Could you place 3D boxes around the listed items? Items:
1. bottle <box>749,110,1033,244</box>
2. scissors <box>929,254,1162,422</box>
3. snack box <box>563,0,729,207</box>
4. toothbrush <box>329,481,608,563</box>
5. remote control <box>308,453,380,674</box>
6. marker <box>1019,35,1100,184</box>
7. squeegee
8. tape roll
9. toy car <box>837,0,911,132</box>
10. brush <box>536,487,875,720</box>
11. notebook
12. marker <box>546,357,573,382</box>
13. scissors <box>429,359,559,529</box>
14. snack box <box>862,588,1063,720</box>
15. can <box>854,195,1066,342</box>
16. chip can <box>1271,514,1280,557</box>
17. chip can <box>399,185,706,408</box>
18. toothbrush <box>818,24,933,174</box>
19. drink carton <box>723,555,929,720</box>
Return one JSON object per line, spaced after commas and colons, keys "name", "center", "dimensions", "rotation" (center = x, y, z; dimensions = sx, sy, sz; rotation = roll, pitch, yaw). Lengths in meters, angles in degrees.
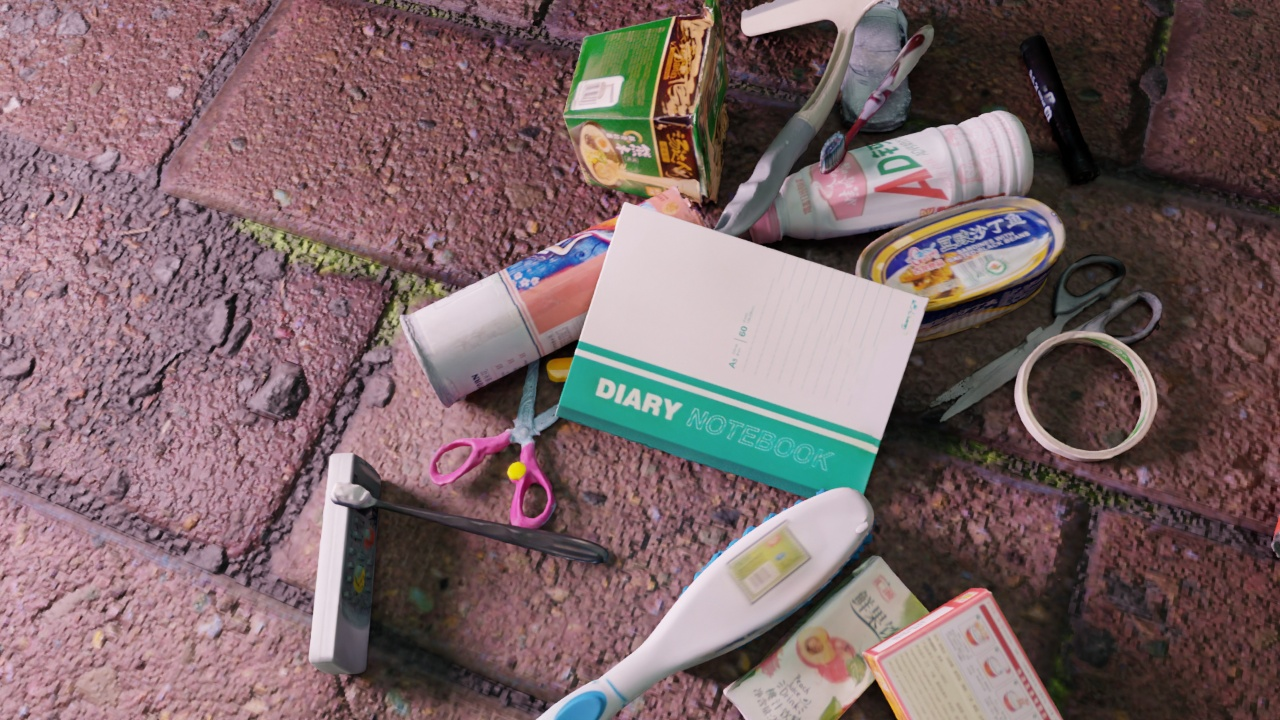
{"name": "bottle", "center": [0.174, -0.126, 0.664], "dimensions": [0.197, 0.068, 0.068], "rotation": [-12, 65, 4]}
{"name": "scissors", "center": [0.271, -0.018, 0.635], "dimensions": [0.174, 0.014, 0.140], "rotation": [0, 67, 9]}
{"name": "snack box", "center": [0.005, -0.185, 0.681], "dimensions": [0.106, 0.118, 0.118], "rotation": [4, 63, 12]}
{"name": "toothbrush", "center": [-0.106, 0.104, 0.584], "dimensions": [0.181, 0.018, 0.015], "rotation": [16, 59, -11]}
{"name": "remote control", "center": [-0.187, 0.130, 0.589], "dimensions": [0.019, 0.056, 0.135], "rotation": [-4, 65, 3]}
{"name": "marker", "center": [0.321, -0.194, 0.703], "dimensions": [0.022, 0.020, 0.132], "rotation": [-2, 65, -14]}
{"name": "squeegee", "center": [0.116, -0.176, 0.654], "dimensions": [0.247, 0.039, 0.246], "rotation": [5, 62, 54]}
{"name": "tape roll", "center": [0.292, 0.023, 0.604], "dimensions": [0.086, 0.014, 0.085], "rotation": [-1, 76, 5]}
{"name": "toy car", "center": [0.185, -0.237, 0.729], "dimensions": [0.054, 0.037, 0.120], "rotation": [2, 69, 5]}
{"name": "brush", "center": [0.010, 0.169, 0.524], "dimensions": [0.314, 0.109, 0.060], "rotation": [-36, 75, -5]}
{"name": "notebook", "center": [0.065, -0.002, 0.601], "dimensions": [0.209, 0.012, 0.150], "rotation": [18, 90, 3]}
{"name": "marker", "center": [-0.004, 0.004, 0.648], "dimensions": [0.124, 0.015, 0.018], "rotation": [-4, 57, -2]}
{"name": "scissors", "center": [-0.090, 0.053, 0.637], "dimensions": [0.124, 0.017, 0.133], "rotation": [0, 61, 5]}
{"name": "snack box", "center": [0.195, 0.213, 0.503], "dimensions": [0.077, 0.027, 0.155], "rotation": [-27, 83, -9]}
{"name": "can", "center": [0.218, -0.063, 0.638], "dimensions": [0.148, 0.049, 0.074], "rotation": [-18, 65, -2]}
{"name": "chip can", "center": [0.454, 0.029, 0.561], "dimensions": [0.073, 0.073, 0.216], "rotation": [24, 70, 15]}
{"name": "chip can", "center": [-0.055, -0.046, 0.644], "dimensions": [0.214, 0.071, 0.071], "rotation": [-27, 66, -6]}
{"name": "toothbrush", "center": [0.175, -0.197, 0.671], "dimensions": [0.016, 0.017, 0.187], "rotation": [21, 58, 29]}
{"name": "drink carton", "center": [0.111, 0.175, 0.543], "dimensions": [0.122, 0.045, 0.053], "rotation": [-40, 78, -11]}
